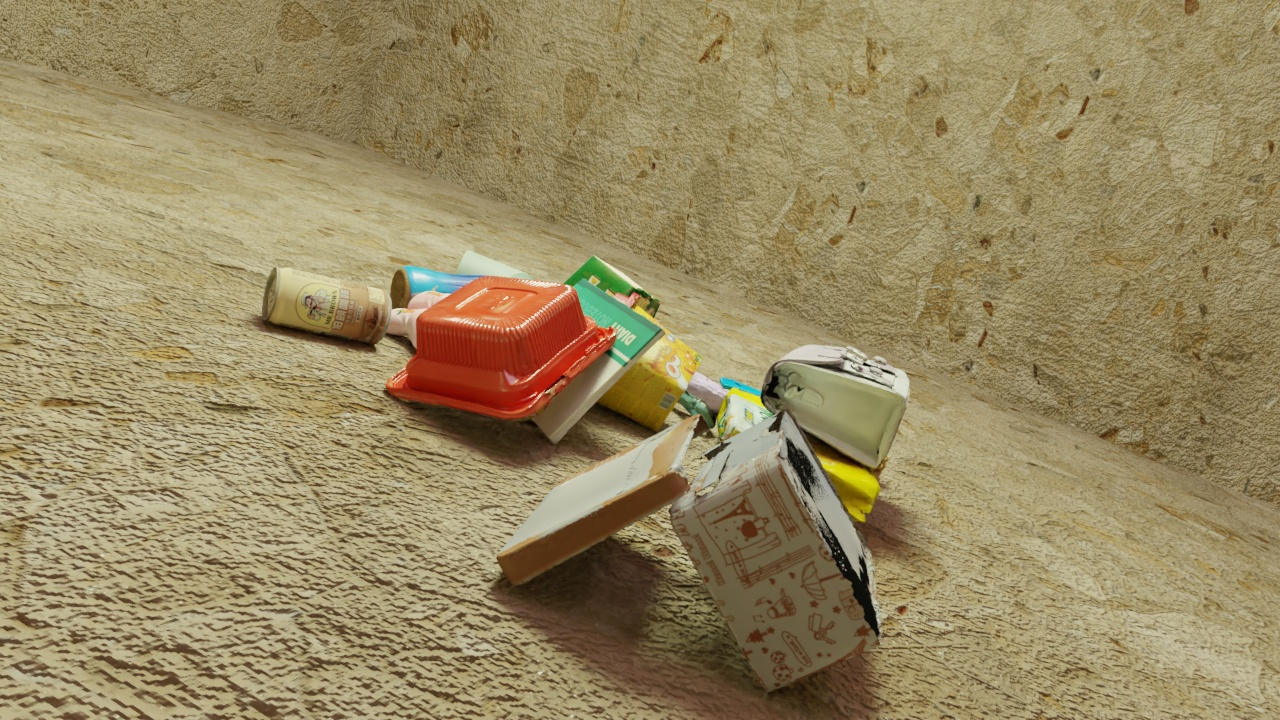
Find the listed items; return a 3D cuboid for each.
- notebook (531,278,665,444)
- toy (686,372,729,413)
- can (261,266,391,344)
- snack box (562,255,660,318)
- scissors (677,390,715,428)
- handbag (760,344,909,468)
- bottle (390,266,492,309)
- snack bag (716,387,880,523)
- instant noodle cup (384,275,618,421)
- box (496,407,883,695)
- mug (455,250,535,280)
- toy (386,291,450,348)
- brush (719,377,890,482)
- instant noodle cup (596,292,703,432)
[{"bbox_3d":[-0.073,-0.009,0.945,0.012,0.150,0.209,49,-7,-31],"label":"notebook"},{"bbox_3d":[0.077,0.040,1.214,0.108,0.039,0.084,25,-16,18],"label":"toy"},{"bbox_3d":[-0.317,-0.055,0.930,0.116,0.058,0.058,13,13,-32],"label":"can"},{"bbox_3d":[-0.047,-0.064,1.168,0.117,0.106,0.118,40,7,29],"label":"snack box"},{"bbox_3d":[0.029,0.011,1.124,0.181,0.019,0.170,55,-6,-29],"label":"scissors"},{"bbox_3d":[0.215,0.035,1.002,0.145,0.098,0.196,18,9,14],"label":"handbag"},{"bbox_3d":[-0.201,-0.077,1.161,0.218,0.065,0.065,3,19,-33],"label":"bottle"},{"bbox_3d":[0.157,0.102,0.975,0.158,0.068,0.246,21,10,2],"label":"snack bag"},{"bbox_3d":[-0.126,-0.022,0.854,0.165,0.079,0.188,8,28,25],"label":"instant noodle cup"},{"bbox_3d":[0.042,0.132,0.616,0.157,0.198,0.180,61,11,-3],"label":"box"},{"bbox_3d":[-0.201,-0.100,1.267,0.106,0.082,0.111,21,26,-8],"label":"mug"},{"bbox_3d":[-0.213,-0.039,1.019,0.160,0.054,0.121,16,35,25],"label":"toy"},{"bbox_3d":[0.204,0.082,1.128,0.254,0.046,0.083,30,15,-17],"label":"brush"},{"bbox_3d":[-0.006,0.006,1.026,0.123,0.116,0.115,32,38,2],"label":"instant noodle cup"}]
